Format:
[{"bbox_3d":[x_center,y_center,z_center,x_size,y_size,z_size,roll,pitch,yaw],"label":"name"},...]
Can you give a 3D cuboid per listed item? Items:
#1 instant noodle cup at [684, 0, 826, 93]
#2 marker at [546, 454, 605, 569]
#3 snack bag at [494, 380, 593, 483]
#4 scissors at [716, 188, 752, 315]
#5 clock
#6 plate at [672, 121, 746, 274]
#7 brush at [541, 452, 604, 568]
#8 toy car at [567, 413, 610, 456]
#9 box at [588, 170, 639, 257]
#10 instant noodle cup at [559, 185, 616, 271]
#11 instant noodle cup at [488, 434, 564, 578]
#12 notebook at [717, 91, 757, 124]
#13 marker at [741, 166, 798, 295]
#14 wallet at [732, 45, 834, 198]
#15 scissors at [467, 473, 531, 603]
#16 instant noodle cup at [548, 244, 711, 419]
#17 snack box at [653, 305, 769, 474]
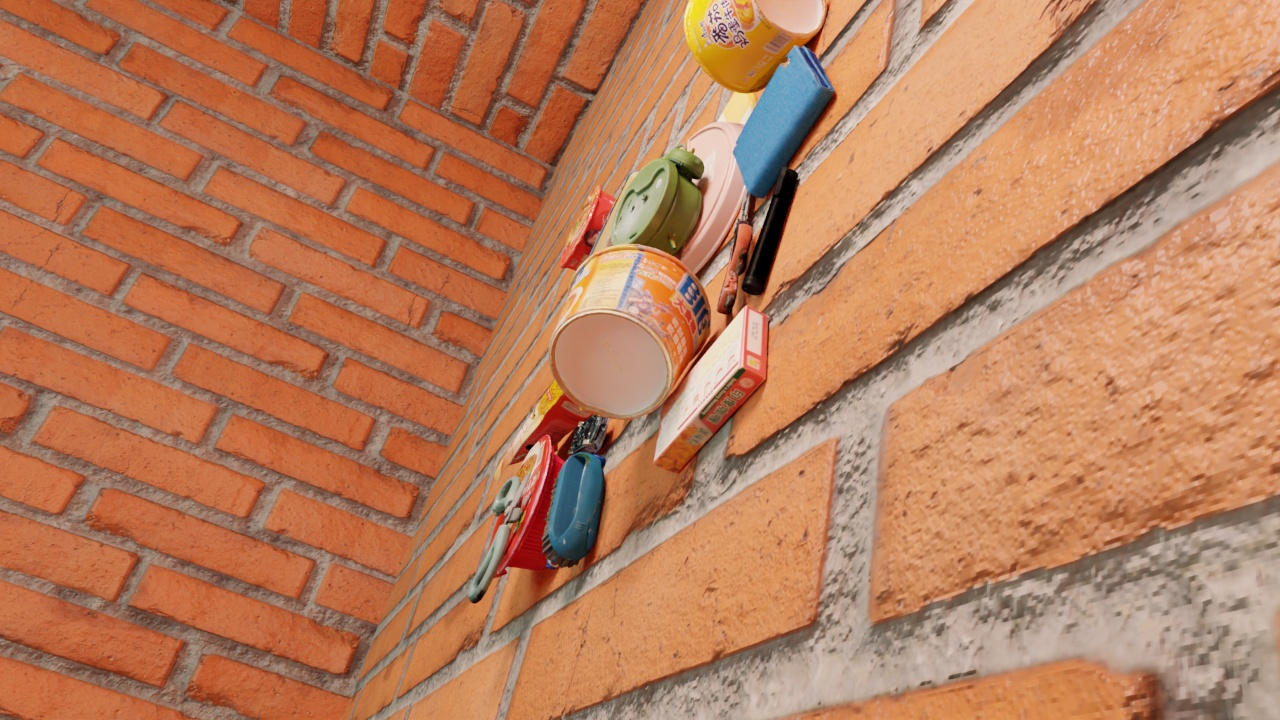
[{"bbox_3d":[0.135,-0.391,1.042,0.110,0.138,0.137,-22,45,59],"label":"instant noodle cup"},{"bbox_3d":[-0.078,0.181,1.098,0.145,0.017,0.017,-66,14,-2],"label":"marker"},{"bbox_3d":[-0.120,0.090,1.272,0.128,0.073,0.208,-27,-16,-47],"label":"snack bag"},{"bbox_3d":[0.104,-0.138,0.924,0.182,0.015,0.209,99,-175,-79],"label":"scissors"},{"bbox_3d":[0.023,-0.186,1.073,0.116,0.056,0.161,-23,49,54],"label":"clock"},{"bbox_3d":[0.055,-0.190,1.114,0.230,0.028,0.229,-44,32,36],"label":"plate"},{"bbox_3d":[-0.068,0.157,1.018,0.074,0.055,0.143,-55,17,39],"label":"brush"},{"bbox_3d":[-0.061,0.096,1.147,0.106,0.031,0.048,-40,29,63],"label":"toy car"},{"bbox_3d":[-0.009,-0.166,1.274,0.184,0.089,0.063,-60,21,15],"label":"box"},{"bbox_3d":[-0.046,-0.181,1.395,0.138,0.108,0.137,-59,15,26],"label":"instant noodle cup"},{"bbox_3d":[-0.130,0.194,1.169,0.194,0.066,0.193,-59,16,28],"label":"instant noodle cup"},{"bbox_3d":[0.109,-0.277,1.184,0.146,0.010,0.205,-58,16,29],"label":"notebook"},{"bbox_3d":[0.121,-0.122,0.854,0.020,0.022,0.131,8,68,32],"label":"marker"},{"bbox_3d":[0.145,-0.244,0.941,0.133,0.040,0.106,-56,25,33],"label":"wallet"},{"bbox_3d":[-0.177,0.214,1.137,0.170,0.019,0.175,-66,15,-7],"label":"scissors"},{"bbox_3d":[-0.015,-0.022,0.886,0.152,0.151,0.111,-56,5,35],"label":"instant noodle cup"},{"bbox_3d":[0.061,0.028,0.815,0.156,0.027,0.076,-52,19,43],"label":"snack box"}]
